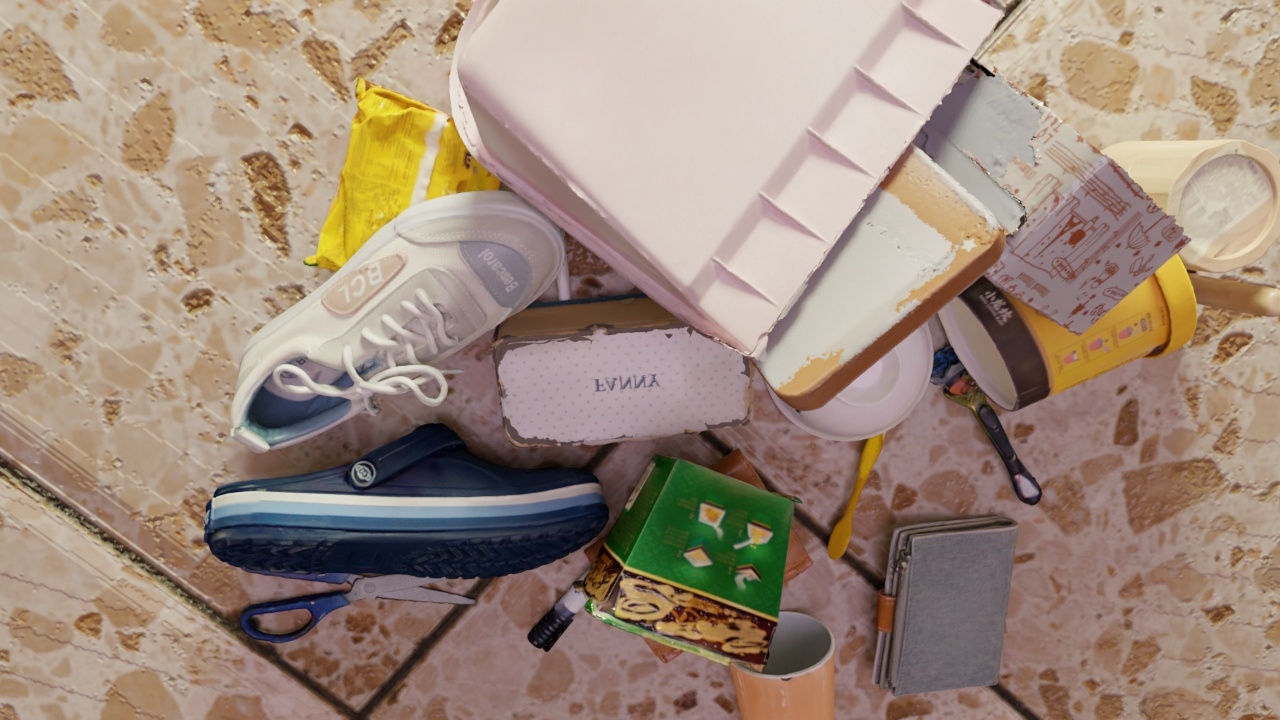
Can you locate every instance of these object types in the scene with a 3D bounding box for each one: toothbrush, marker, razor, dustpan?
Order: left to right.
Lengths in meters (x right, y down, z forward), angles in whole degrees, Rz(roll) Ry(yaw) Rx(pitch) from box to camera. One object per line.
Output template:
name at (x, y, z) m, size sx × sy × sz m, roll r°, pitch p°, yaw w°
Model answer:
toothbrush at (-0.062, -0.119, 0.605) m, size 0.016 × 0.016 × 0.180 m, roll -5°, pitch 102°, yaw 5°
marker at (-0.033, 0.161, 0.667) m, size 0.022 × 0.018 × 0.131 m, roll 44°, pitch 97°, yaw 2°
dustpan at (0.018, -0.163, 0.514) m, size 0.273 × 0.139 × 0.222 m, roll 39°, pitch 89°, yaw 0°
toothbrush at (0.170, 0.055, 0.661) m, size 0.016 × 0.018 × 0.191 m, roll 19°, pitch 98°, yaw 12°
razor at (0.253, 0.050, 0.662) m, size 0.043 × 0.022 × 0.143 m, roll -33°, pitch 103°, yaw 5°

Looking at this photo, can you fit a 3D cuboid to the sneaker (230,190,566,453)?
sneaker at (-0.154, -0.017, 0.551) m, size 0.243 × 0.090 × 0.089 m, roll -28°, pitch 124°, yaw 17°

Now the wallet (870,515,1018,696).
wallet at (0.223, 0.181, 0.681) m, size 0.106 × 0.037 × 0.130 m, roll -1°, pitch 104°, yaw -15°

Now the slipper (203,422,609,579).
slipper at (-0.150, 0.092, 0.610) m, size 0.252 × 0.105 × 0.095 m, roll 1°, pitch 66°, yaw -15°

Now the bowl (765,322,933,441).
bowl at (0.143, 0.002, 0.613) m, size 0.118 × 0.064 × 0.118 m, roll 0°, pitch 98°, yaw 3°

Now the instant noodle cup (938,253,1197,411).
instant noodle cup at (0.267, -0.033, 0.595) m, size 0.114 × 0.118 × 0.118 m, roll -29°, pitch 103°, yaw 3°

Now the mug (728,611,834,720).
mug at (0.107, 0.257, 0.673) m, size 0.078 × 0.078 × 0.123 m, roll -9°, pitch 108°, yaw -2°

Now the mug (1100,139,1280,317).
mug at (0.355, -0.085, 0.597) m, size 0.084 × 0.103 × 0.124 m, roll -34°, pitch 102°, yaw 3°

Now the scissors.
scissors at (-0.207, 0.172, 0.661) m, size 0.171 × 0.012 × 0.141 m, roll 32°, pitch 96°, yaw -11°

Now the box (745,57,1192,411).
box at (0.157, -0.075, 0.523) m, size 0.227 × 0.180 × 0.156 m, roll -40°, pitch 141°, yaw 11°

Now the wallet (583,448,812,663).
wallet at (0.043, 0.139, 0.644) m, size 0.132 × 0.031 × 0.108 m, roll -34°, pitch 101°, yaw 1°

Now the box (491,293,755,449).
box at (-0.004, 0.004, 0.609) m, size 0.184 × 0.059 × 0.090 m, roll -4°, pitch 116°, yaw -5°

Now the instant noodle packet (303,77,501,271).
instant noodle packet at (-0.146, -0.100, 0.589) m, size 0.110 × 0.044 × 0.128 m, roll 19°, pitch 103°, yaw -10°

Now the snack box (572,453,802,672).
snack box at (0.031, 0.119, 0.577) m, size 0.117 × 0.118 × 0.105 m, roll 21°, pitch 82°, yaw -8°
